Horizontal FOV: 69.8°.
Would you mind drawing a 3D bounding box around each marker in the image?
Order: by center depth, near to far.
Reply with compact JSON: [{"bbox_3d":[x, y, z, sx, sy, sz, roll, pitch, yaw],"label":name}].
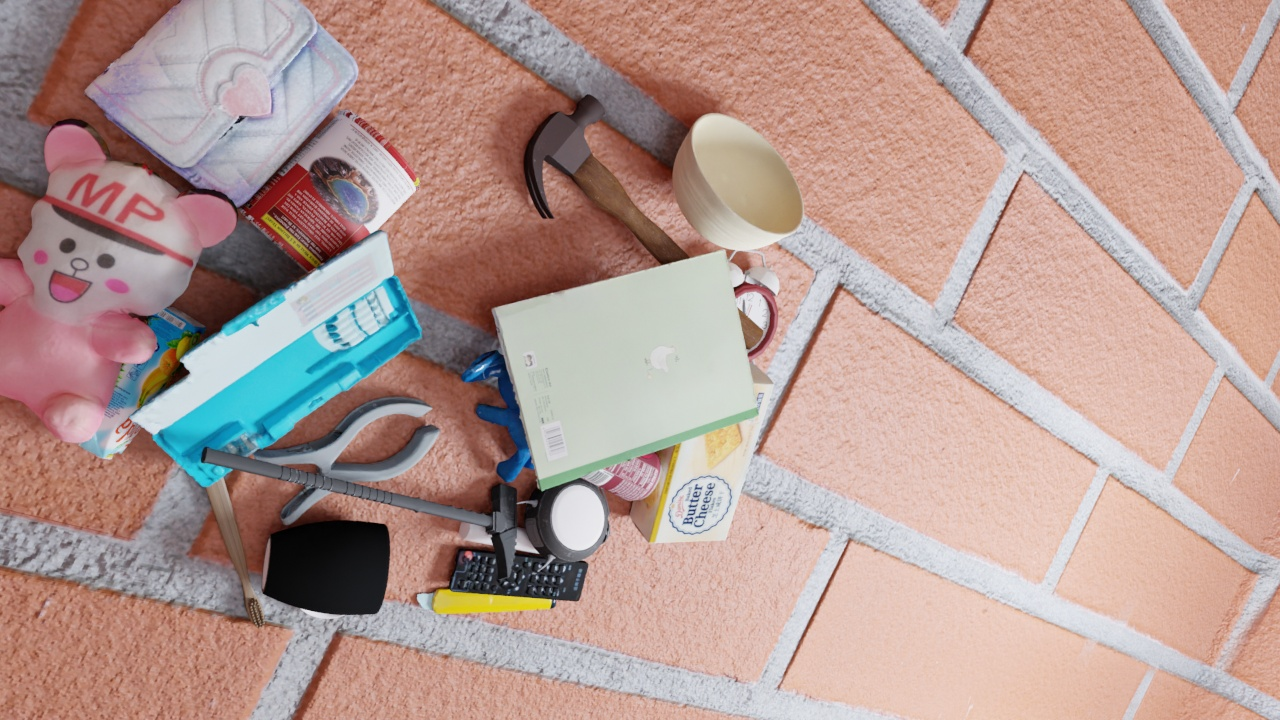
[{"bbox_3d":[-0.127,0.188,0.971,0.133,0.023,0.027,20,137,-36],"label":"marker"}]

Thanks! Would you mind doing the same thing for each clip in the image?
[{"bbox_3d":[-0.262,0.099,0.853,0.163,0.028,0.108,-21,114,-26],"label":"clip"}]

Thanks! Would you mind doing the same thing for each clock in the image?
[{"bbox_3d":[-0.072,0.165,0.972,0.122,0.044,0.091,-18,92,-41],"label":"clock"},{"bbox_3d":[0.109,-0.057,1.035,0.096,0.048,0.138,3,105,-34],"label":"clock"}]

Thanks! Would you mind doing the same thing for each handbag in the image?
[{"bbox_3d":[-0.311,-0.210,0.697,0.158,0.069,0.126,-49,123,-7],"label":"handbag"}]

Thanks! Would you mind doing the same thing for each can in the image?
[{"bbox_3d":[-0.251,-0.133,0.748,0.116,0.087,0.086,-49,125,-11],"label":"can"},{"bbox_3d":[-0.037,0.102,0.970,0.114,0.063,0.063,30,87,-27],"label":"can"}]

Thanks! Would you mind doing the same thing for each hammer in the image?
[{"bbox_3d":[-0.236,0.129,0.827,0.324,0.015,0.094,25,52,-44],"label":"hammer"},{"bbox_3d":[0.014,-0.120,0.930,0.323,0.033,0.115,42,80,-25],"label":"hammer"}]

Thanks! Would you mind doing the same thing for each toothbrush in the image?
[{"bbox_3d":[-0.361,0.168,0.818,0.016,0.016,0.167,-19,114,-29],"label":"toothbrush"}]

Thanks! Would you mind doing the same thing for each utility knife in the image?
[{"bbox_3d":[-0.159,0.253,0.977,0.162,0.017,0.030,8,83,-35],"label":"utility knife"}]

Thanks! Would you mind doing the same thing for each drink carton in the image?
[{"bbox_3d":[-0.398,0.017,0.726,0.038,0.044,0.129,33,85,-8],"label":"drink carton"}]

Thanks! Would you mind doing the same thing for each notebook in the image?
[{"bbox_3d":[-0.005,0.005,0.908,0.252,0.010,0.182,-17,100,-22],"label":"notebook"}]

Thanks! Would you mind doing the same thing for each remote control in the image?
[{"bbox_3d":[-0.129,0.228,0.979,0.150,0.022,0.047,13,94,-28],"label":"remote control"}]

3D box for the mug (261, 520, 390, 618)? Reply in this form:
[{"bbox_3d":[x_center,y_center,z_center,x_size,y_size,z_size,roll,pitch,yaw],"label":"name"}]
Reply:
[{"bbox_3d":[-0.293,0.199,0.842,0.100,0.084,0.119,9,130,-25],"label":"mug"}]

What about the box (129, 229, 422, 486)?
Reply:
[{"bbox_3d":[-0.291,-0.008,0.738,0.226,0.056,0.185,-38,161,-19],"label":"box"}]

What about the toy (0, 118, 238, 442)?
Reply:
[{"bbox_3d":[-0.403,-0.054,0.668,0.142,0.084,0.213,28,93,-1],"label":"toy"}]

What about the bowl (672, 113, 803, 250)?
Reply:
[{"bbox_3d":[0.089,-0.172,0.949,0.150,0.076,0.150,21,51,-29],"label":"bowl"}]

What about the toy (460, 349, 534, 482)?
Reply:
[{"bbox_3d":[-0.126,0.043,0.903,0.112,0.071,0.176,-21,116,-39],"label":"toy"}]

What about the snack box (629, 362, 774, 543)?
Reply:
[{"bbox_3d":[0.065,0.103,1.022,0.104,0.057,0.208,3,114,-26],"label":"snack box"}]
